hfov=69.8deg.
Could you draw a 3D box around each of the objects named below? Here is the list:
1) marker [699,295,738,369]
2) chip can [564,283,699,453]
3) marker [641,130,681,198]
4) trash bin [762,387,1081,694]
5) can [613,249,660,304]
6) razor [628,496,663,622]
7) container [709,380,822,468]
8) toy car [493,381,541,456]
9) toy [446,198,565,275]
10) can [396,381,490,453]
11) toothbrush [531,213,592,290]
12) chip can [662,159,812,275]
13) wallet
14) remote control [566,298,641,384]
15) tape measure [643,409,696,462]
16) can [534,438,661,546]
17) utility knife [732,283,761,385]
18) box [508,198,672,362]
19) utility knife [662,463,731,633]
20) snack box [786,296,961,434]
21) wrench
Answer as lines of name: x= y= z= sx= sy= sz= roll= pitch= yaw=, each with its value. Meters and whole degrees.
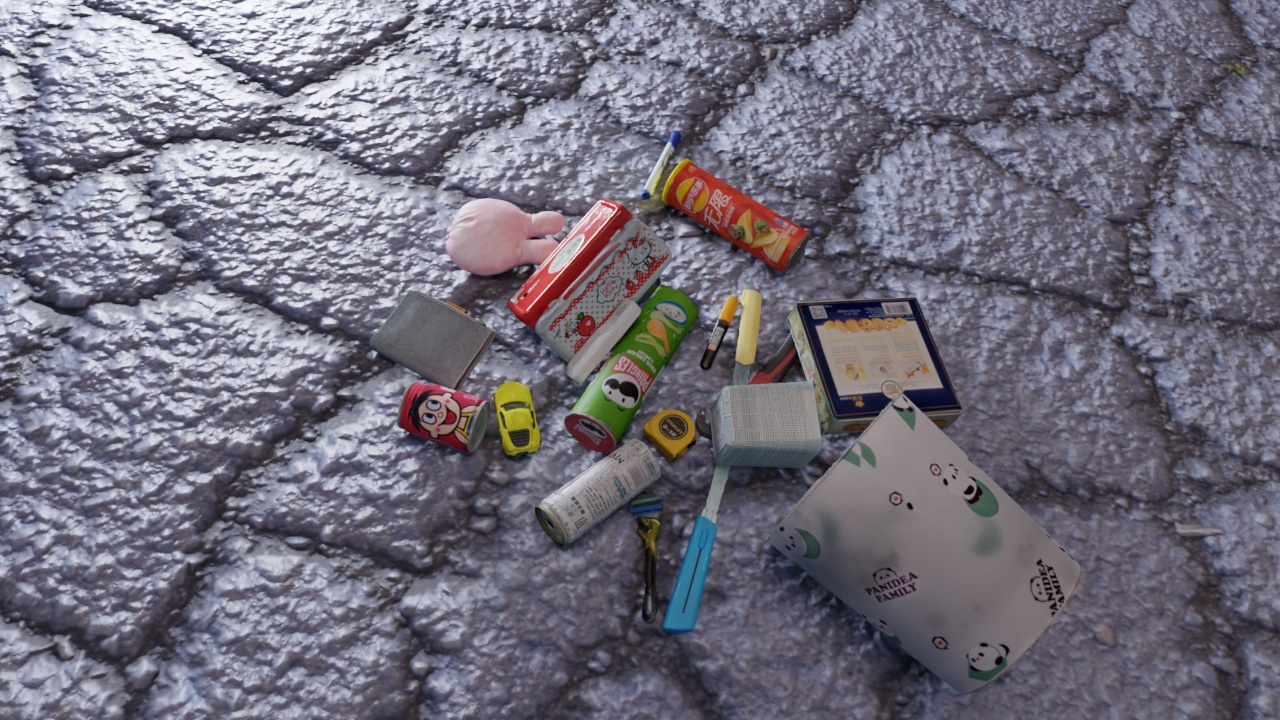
marker: x=0.106 y=-0.037 z=1.230 sx=0.018 sy=0.015 sz=0.123 roll=20 pitch=59 yaw=9
chip can: x=-0.007 y=0.007 z=1.152 sx=0.072 sy=0.072 sz=0.235 roll=27 pitch=57 yaw=11
marker: x=0.032 y=-0.298 z=1.396 sx=0.017 sy=0.017 sz=0.145 roll=20 pitch=56 yaw=7
trash bin: x=0.301 y=0.195 z=0.978 sx=0.252 sy=0.230 sz=0.229 roll=42 pitch=61 yaw=13
can: x=-0.032 y=-0.139 z=1.258 sx=0.053 sy=0.053 sz=0.134 roll=-29 pitch=64 yaw=-23
razor: x=0.011 y=0.225 z=1.036 sx=0.043 sy=0.022 sz=0.142 roll=-15 pitch=57 yaw=23
container: x=0.146 y=0.079 z=1.100 sx=0.111 sy=0.090 sz=0.089 roll=-1 pitch=67 yaw=-10
toy car: x=-0.151 y=0.068 z=1.118 sx=0.048 sy=0.032 sz=0.105 roll=-9 pitch=56 yaw=-12
toy: x=-0.184 y=-0.168 z=1.257 sx=0.159 sy=0.054 sz=0.121 roll=5 pitch=64 yaw=4
can: x=-0.233 y=0.066 z=1.088 sx=0.094 sy=0.067 sz=0.066 roll=17 pitch=56 yaw=5
toothbrush: x=-0.095 y=-0.126 z=1.258 sx=0.026 sy=0.027 sz=0.224 roll=1 pitch=47 yaw=-51
chip can: x=0.136 y=-0.205 z=1.312 sx=0.216 sy=0.073 sz=0.073 roll=35 pitch=59 yaw=15
wallet: x=-0.261 y=-0.028 z=1.168 sx=0.130 sy=0.037 sz=0.106 roll=27 pitch=68 yaw=13
remote control: x=-0.047 y=-0.025 z=1.154 sx=0.024 sy=0.049 sz=0.125 roll=42 pitch=86 yaw=-18
tape measure: x=0.038 y=0.090 z=1.126 sx=0.057 sy=0.029 sz=0.060 roll=-37 pitch=67 yaw=-26
can: x=-0.047 y=0.151 z=1.057 sx=0.146 sy=0.058 sz=0.058 roll=-33 pitch=65 yaw=-25
utility knife: x=0.141 y=-0.032 z=1.219 sx=0.031 sy=0.021 sz=0.201 roll=10 pitch=45 yaw=3
box: x=-0.065 y=-0.103 z=1.202 sx=0.201 sy=0.100 sz=0.110 roll=-48 pitch=33 yaw=-4
utility knife: x=0.071 y=0.206 z=1.059 sx=0.034 sy=0.018 sz=0.233 roll=16 pitch=54 yaw=5
snack box: x=0.301 y=0.004 z=1.194 sx=0.177 sy=0.046 sz=0.182 roll=-3 pitch=59 yaw=-14
wrench: x=0.170 y=0.013 z=1.202 sx=0.056 sy=0.016 sz=0.272 roll=38 pitch=61 yaw=18
